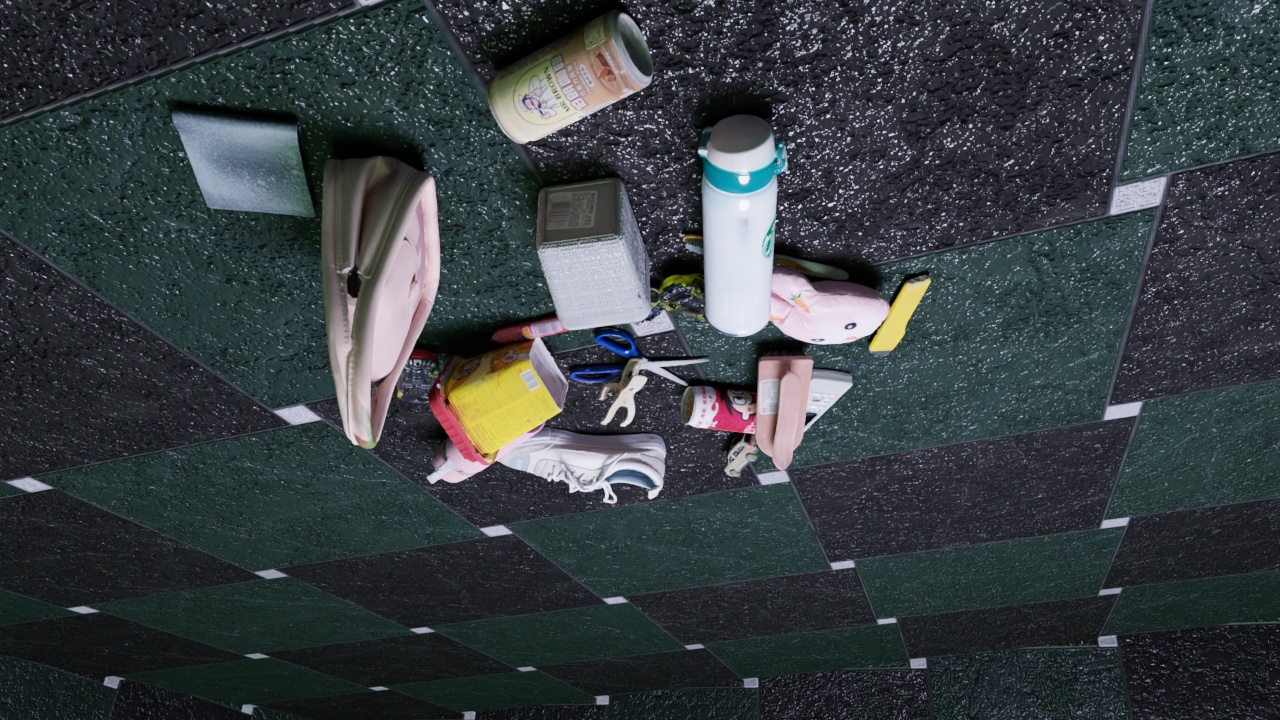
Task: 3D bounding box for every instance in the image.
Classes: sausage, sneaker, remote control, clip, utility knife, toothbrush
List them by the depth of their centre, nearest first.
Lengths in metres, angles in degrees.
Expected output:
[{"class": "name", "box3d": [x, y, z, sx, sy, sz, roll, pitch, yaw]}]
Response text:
[{"class": "toothbrush", "box3d": [0.129, -0.100, 0.922, 0.191, 0.018, 0.016, 11, 149, -21]}, {"class": "sausage", "box3d": [-0.095, -0.040, 1.010, 0.156, 0.020, 0.020, -12, 149, 16]}, {"class": "utility knife", "box3d": [0.288, -0.048, 1.026, 0.033, 0.015, 0.154, -5, 149, -9]}, {"class": "clip", "box3d": [-0.023, 0.028, 1.114, 0.034, 0.084, 0.105, 6, 125, -19]}, {"class": "remote control", "box3d": [0.217, 0.056, 1.194, 0.058, 0.021, 0.150, 7, 148, -15]}, {"class": "sneaker", "box3d": [-0.084, 0.150, 1.268, 0.242, 0.090, 0.090, 3, 148, -8]}]

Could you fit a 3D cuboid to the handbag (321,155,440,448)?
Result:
[{"class": "handbag", "box3d": [-0.232, -0.037, 0.792, 0.093, 0.233, 0.194, 4, 149, -8]}]

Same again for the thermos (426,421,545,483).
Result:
[{"class": "thermos", "box3d": [-0.209, 0.106, 1.193, 0.199, 0.087, 0.067, -33, 94, 41]}]

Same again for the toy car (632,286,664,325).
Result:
[{"class": "toy car", "box3d": [-0.025, -0.066, 0.958, 0.105, 0.031, 0.049, 9, 147, -21]}]

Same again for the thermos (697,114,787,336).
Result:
[{"class": "thermos", "box3d": [0.091, -0.117, 0.825, 0.073, 0.073, 0.225, -4, 142, 2]}]

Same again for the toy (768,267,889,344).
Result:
[{"class": "toy", "box3d": [0.182, -0.055, 0.966, 0.159, 0.054, 0.122, 15, 157, -26]}]

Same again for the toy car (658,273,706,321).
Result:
[{"class": "toy car", "box3d": [0.062, -0.068, 0.962, 0.048, 0.032, 0.105, -26, 154, 34]}]

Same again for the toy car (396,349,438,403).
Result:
[{"class": "toy car", "box3d": [-0.265, 0.020, 1.089, 0.049, 0.031, 0.106, 5, 148, -11]}]

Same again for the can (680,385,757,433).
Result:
[{"class": "can", "box3d": [0.122, 0.064, 1.169, 0.132, 0.053, 0.053, 8, 148, -16]}]

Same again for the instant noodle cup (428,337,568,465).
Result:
[{"class": "instant noodle cup", "box3d": [-0.156, 0.038, 1.039, 0.124, 0.116, 0.116, -25, 110, 13]}]

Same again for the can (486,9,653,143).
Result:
[{"class": "can", "box3d": [-0.053, -0.209, 0.683, 0.116, 0.058, 0.058, -18, 146, 26]}]

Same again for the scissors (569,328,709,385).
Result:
[{"class": "scissors", "box3d": [-0.007, 0.002, 1.098, 0.163, 0.012, 0.175, -16, 148, 20]}]

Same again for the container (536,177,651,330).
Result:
[{"class": "container", "box3d": [-0.044, -0.100, 0.846, 0.090, 0.090, 0.114, -7, 147, 7]}]

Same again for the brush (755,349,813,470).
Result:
[{"class": "brush", "box3d": [0.169, 0.059, 1.101, 0.063, 0.073, 0.146, -2, 122, -3]}]

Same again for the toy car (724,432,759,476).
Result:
[{"class": "toy car", "box3d": [0.142, 0.129, 1.296, 0.035, 0.042, 0.091, 27, 140, -3]}]

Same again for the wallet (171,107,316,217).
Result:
[{"class": "wallet", "box3d": [-0.333, -0.166, 0.783, 0.097, 0.019, 0.121, 5, 150, -9]}]
